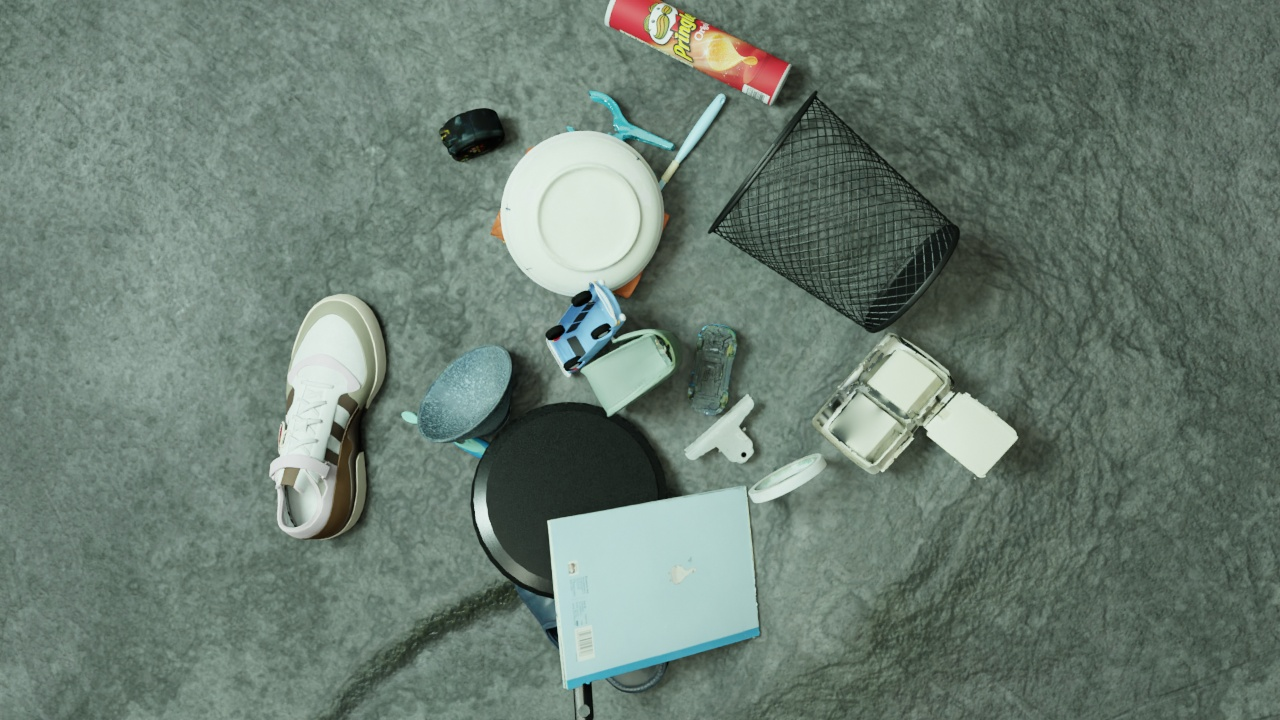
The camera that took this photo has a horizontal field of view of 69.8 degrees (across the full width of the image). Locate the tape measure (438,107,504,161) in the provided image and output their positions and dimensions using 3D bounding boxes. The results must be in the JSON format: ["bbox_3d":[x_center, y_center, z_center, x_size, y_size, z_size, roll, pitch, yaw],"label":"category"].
[{"bbox_3d":[-0.196,-0.263,1.065,0.072,0.071,0.042,-18,86,-1],"label":"tape measure"}]

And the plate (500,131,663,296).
[{"bbox_3d":[-0.060,-0.156,1.001,0.182,0.034,0.182,-3,105,-12],"label":"plate"}]

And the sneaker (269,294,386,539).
[{"bbox_3d":[-0.377,0.067,1.062,0.112,0.116,0.294,9,92,4],"label":"sneaker"}]

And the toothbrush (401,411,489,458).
[{"bbox_3d":[-0.224,0.092,1.103,0.135,0.017,0.022,25,92,1],"label":"toothbrush"}]

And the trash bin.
[{"bbox_3d":[0.212,-0.148,0.987,0.210,0.184,0.184,37,94,-3],"label":"trash bin"}]

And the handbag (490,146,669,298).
[{"bbox_3d":[-0.071,-0.155,1.047,0.172,0.060,0.109,24,94,-17],"label":"handbag"}]

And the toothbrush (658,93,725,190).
[{"bbox_3d":[0.053,-0.245,1.071,0.022,0.016,0.155,32,95,-29],"label":"toothbrush"}]

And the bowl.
[{"bbox_3d":[-0.189,0.052,1.067,0.137,0.137,0.057,-39,128,4],"label":"bowl"}]

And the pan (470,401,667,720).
[{"bbox_3d":[-0.072,0.218,1.023,0.225,0.034,0.356,-2,73,-11],"label":"pan"}]

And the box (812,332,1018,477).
[{"bbox_3d":[0.298,0.074,1.008,0.143,0.044,0.184,-49,51,5],"label":"box"}]

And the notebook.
[{"bbox_3d":[0.021,0.247,1.022,0.253,0.009,0.181,-5,90,-28],"label":"notebook"}]

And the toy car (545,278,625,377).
[{"bbox_3d":[-0.059,-0.036,1.031,0.054,0.154,0.056,-24,78,-34],"label":"toy car"}]

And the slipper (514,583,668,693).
[{"bbox_3d":[-0.072,0.281,1.060,0.109,0.083,0.265,-42,86,6],"label":"slipper"}]

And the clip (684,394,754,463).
[{"bbox_3d":[0.104,0.092,1.062,0.102,0.052,0.059,-43,75,5],"label":"clip"}]

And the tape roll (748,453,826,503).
[{"bbox_3d":[0.165,0.133,1.033,0.093,0.093,0.013,-28,90,4],"label":"tape roll"}]

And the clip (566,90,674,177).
[{"bbox_3d":[-0.036,-0.248,1.074,0.120,0.030,0.130,-41,87,0],"label":"clip"}]

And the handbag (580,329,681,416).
[{"bbox_3d":[-0.006,0.006,1.031,0.106,0.121,0.067,-33,87,7],"label":"handbag"}]

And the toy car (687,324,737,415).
[{"bbox_3d":[0.083,0.010,1.067,0.048,0.032,0.105,9,97,4],"label":"toy car"}]

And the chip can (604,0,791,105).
[{"bbox_3d":[0.066,-0.362,1.050,0.215,0.052,0.052,27,93,3],"label":"chip can"}]
